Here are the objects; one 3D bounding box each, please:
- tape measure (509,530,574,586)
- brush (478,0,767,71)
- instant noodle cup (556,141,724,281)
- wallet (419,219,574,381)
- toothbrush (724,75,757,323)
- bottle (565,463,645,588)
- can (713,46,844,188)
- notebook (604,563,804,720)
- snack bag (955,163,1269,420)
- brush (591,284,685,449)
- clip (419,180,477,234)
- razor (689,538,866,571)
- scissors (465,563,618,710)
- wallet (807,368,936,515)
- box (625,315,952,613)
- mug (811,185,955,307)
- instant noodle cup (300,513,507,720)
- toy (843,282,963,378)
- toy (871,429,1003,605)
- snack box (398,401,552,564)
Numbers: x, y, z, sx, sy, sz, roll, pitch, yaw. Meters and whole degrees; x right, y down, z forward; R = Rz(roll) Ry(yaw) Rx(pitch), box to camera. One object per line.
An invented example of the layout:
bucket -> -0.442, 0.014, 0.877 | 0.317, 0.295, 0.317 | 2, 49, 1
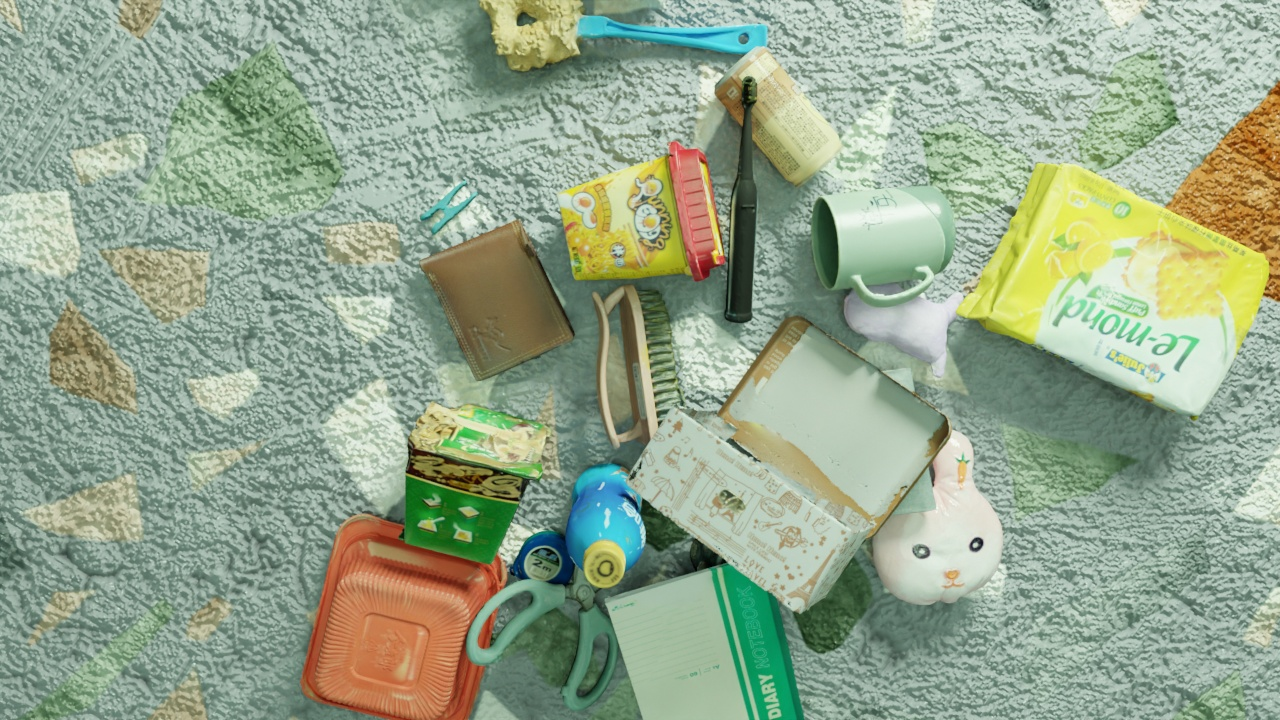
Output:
tape measure -> -0.087, 0.187, 0.855 | 0.058, 0.025, 0.054 | 27, 93, -12
brush -> -0.014, -0.291, 0.807 | 0.254, 0.046, 0.083 | 2, 92, -6
instant noodle cup -> 0.002, -0.119, 0.791 | 0.124, 0.116, 0.116 | -10, 96, 11
wallet -> -0.129, -0.053, 0.828 | 0.101, 0.032, 0.124 | -25, 95, 3
toothbrush -> 0.091, -0.137, 0.800 | 0.026, 0.027, 0.213 | -2, 112, -7
bottle -> -0.029, 0.136, 0.755 | 0.065, 0.218, 0.065 | 0, 95, -1
can -> 0.121, -0.213, 0.805 | 0.058, 0.058, 0.116 | -41, 95, 2
notebook -> 0.064, 0.280, 0.844 | 0.150, 0.012, 0.209 | -16, 115, -1
snack bag -> 0.427, -0.062, 0.825 | 0.246, 0.068, 0.158 | 24, 94, -4
brush -> -0.005, 0.005, 0.820 | 0.073, 0.063, 0.145 | -9, 95, -11
clip -> -0.172, -0.138, 0.826 | 0.057, 0.014, 0.045 | -42, 94, 4
razor -> 0.130, 0.169, 0.847 | 0.167, 0.062, 0.068 | -12, 126, -5
scissors -> -0.069, 0.254, 0.845 | 0.170, 0.019, 0.181 | -30, 110, -24
wallet -> 0.202, 0.077, 0.829 | 0.107, 0.037, 0.129 | -9, 80, 9
box -> 0.125, 0.074, 0.753 | 0.181, 0.157, 0.198 | 38, 97, 23
mug -> 0.214, -0.097, 0.798 | 0.106, 0.082, 0.111 | -6, 59, -5
instant noodle cup -> -0.217, 0.246, 0.831 | 0.164, 0.079, 0.189 | 14, 94, -3
toy -> 0.238, -0.041, 0.836 | 0.108, 0.039, 0.083 | 21, 77, 0
toy -> 0.271, 0.146, 0.851 | 0.121, 0.054, 0.159 | -9, 88, -1
snack box -> -0.149, 0.111, 0.811 | 0.117, 0.118, 0.106 | 15, 107, -3
